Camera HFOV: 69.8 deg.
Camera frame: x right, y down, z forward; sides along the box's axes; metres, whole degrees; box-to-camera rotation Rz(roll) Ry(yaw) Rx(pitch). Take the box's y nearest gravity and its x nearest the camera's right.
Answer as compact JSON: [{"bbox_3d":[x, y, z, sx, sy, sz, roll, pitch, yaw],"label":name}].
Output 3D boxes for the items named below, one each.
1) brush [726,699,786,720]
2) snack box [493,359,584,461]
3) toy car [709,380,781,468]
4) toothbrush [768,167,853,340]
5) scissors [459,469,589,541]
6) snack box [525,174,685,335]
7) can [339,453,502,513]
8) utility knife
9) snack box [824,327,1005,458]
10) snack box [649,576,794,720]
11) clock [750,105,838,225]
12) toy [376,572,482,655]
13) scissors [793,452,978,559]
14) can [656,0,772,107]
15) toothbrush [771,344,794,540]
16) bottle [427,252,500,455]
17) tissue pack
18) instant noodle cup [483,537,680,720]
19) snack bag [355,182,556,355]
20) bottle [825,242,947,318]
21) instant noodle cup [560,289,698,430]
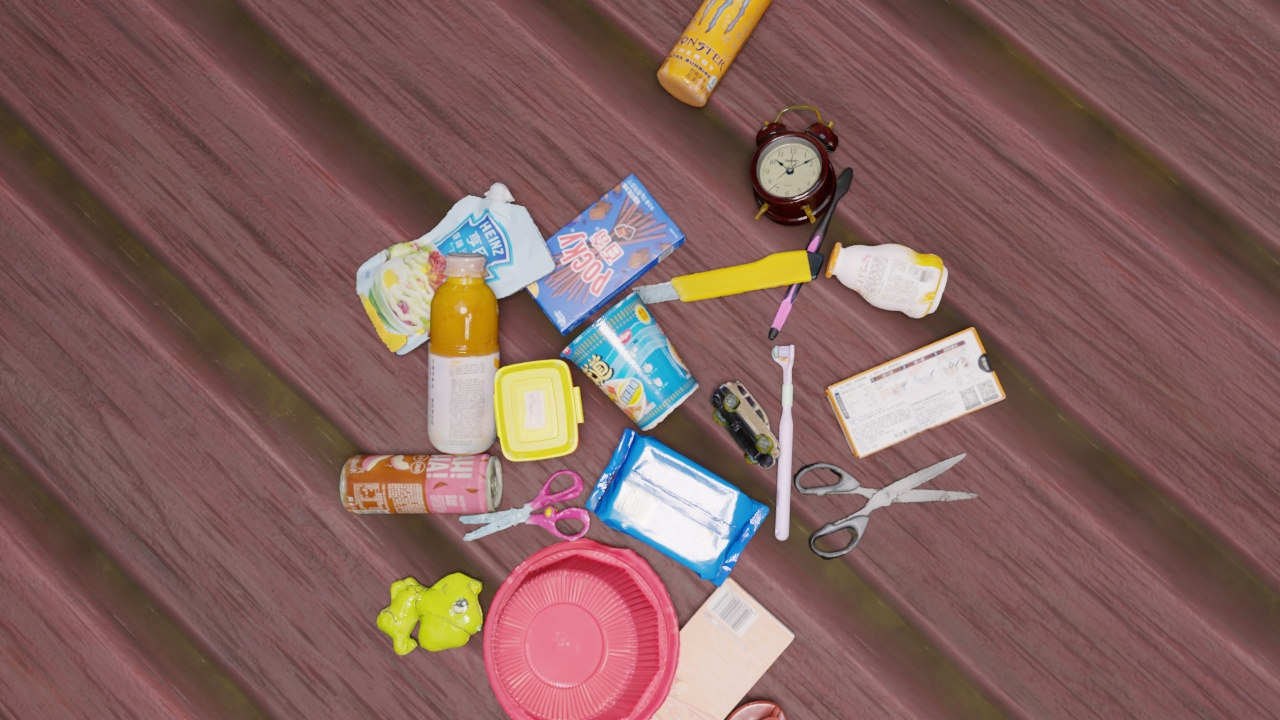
[{"bbox_3d":[0.083,0.375,0.836,0.063,0.069,0.146,38,87,6],"label":"brush"},{"bbox_3d":[-0.093,0.049,0.880,0.082,0.080,0.091,-8,83,4],"label":"snack box"},{"bbox_3d":[0.104,0.062,0.883,0.035,0.042,0.090,-29,75,-22],"label":"toy car"},{"bbox_3d":[0.169,-0.106,0.915,0.014,0.018,0.189,25,89,7],"label":"toothbrush"},{"bbox_3d":[-0.117,0.143,0.905,0.138,0.017,0.077,-5,74,9],"label":"scissors"},{"bbox_3d":[-0.042,-0.106,0.920,0.157,0.026,0.084,-38,81,-1],"label":"snack box"},{"bbox_3d":[-0.212,0.120,0.891,0.147,0.058,0.058,-1,83,4],"label":"can"},{"bbox_3d":[0.087,-0.081,0.912,0.193,0.015,0.033,-9,83,8],"label":"utility knife"},{"bbox_3d":[0.263,0.032,0.884,0.154,0.026,0.075,-23,83,2],"label":"snack box"},{"bbox_3d":[0.063,0.291,0.868,0.084,0.026,0.157,42,88,7],"label":"snack box"},{"bbox_3d":[0.149,-0.191,0.896,0.082,0.055,0.122,6,80,19],"label":"clock"},{"bbox_3d":[-0.201,0.247,0.890,0.100,0.031,0.096,23,85,11],"label":"toy"},{"bbox_3d":[0.229,0.133,0.884,0.159,0.014,0.170,31,85,4],"label":"scissors"},{"bbox_3d":[0.078,-0.329,0.922,0.058,0.058,0.146,32,87,7],"label":"can"},{"bbox_3d":[0.139,0.079,0.891,0.021,0.029,0.189,5,84,-33],"label":"toothbrush"},{"bbox_3d":[-0.168,-0.007,0.873,0.068,0.068,0.190,5,103,4],"label":"bottle"},{"bbox_3d":[0.034,0.139,0.875,0.157,0.052,0.095,29,88,7],"label":"tissue pack"},{"bbox_3d":[-0.063,0.260,0.847,0.194,0.066,0.193,-3,75,11],"label":"instant noodle cup"},{"bbox_3d":[-0.187,-0.092,0.912,0.191,0.039,0.110,-30,73,9],"label":"snack bag"},{"bbox_3d":[0.235,-0.082,0.880,0.108,0.063,0.063,17,85,5],"label":"bottle"},{"bbox_3d":[-0.005,0.005,0.878,0.099,0.099,0.110,-40,91,-1],"label":"instant noodle cup"}]
